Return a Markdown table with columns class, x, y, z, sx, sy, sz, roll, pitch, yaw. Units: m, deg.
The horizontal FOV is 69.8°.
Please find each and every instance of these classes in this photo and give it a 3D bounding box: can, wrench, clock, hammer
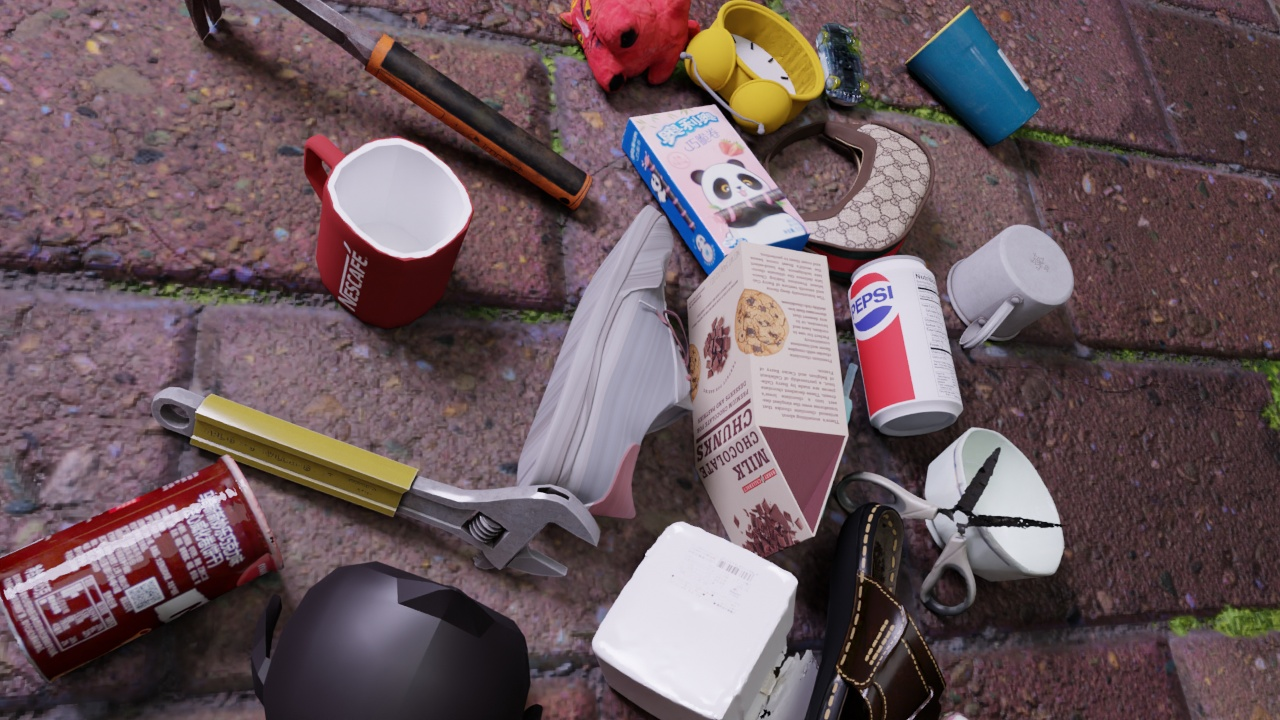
| class | x | y | z | sx | sy | sz | roll | pitch | yaw |
| --- | --- | --- | --- | --- | --- | --- | --- | --- | --- |
| can | 0.210 | -0.011 | 0.733 | 0.070 | 0.070 | 0.132 | 5 | 65 | -21 |
| wrench | -0.158 | 0.070 | 0.549 | 0.273 | 0.084 | 0.018 | 22 | 35 | -6 |
| clock | 0.099 | -0.254 | 0.802 | 0.113 | 0.052 | 0.151 | 44 | 46 | -1 |
| hammer | -0.174 | -0.199 | 0.657 | 0.314 | 0.138 | 0.034 | 32 | 58 | -22 |

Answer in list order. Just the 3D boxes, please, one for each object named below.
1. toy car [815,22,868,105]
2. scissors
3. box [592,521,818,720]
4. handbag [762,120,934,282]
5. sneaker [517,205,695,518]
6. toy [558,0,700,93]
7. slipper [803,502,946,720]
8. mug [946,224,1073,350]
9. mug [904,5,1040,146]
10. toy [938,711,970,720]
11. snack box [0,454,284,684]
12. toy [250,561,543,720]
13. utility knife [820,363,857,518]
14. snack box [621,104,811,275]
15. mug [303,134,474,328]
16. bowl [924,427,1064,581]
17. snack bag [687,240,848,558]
| class | x | y | z | sx | sy | sz | roll | pitch | yaw |
| --- | --- | --- | --- | --- | --- | --- | --- | --- | --- |
| toy car | 0.189 | -0.280 | 0.871 | 0.038 | 0.027 | 0.089 | 2 | 67 | -19 |
| scissors | 0.213 | 0.120 | 0.645 | 0.012 | 0.171 | 0.158 | -36 | 123 | -38 |
| box | 0.063 | 0.200 | 0.585 | 0.152 | 0.132 | 0.107 | 22 | 57 | 25 |
| handbag | 0.170 | -0.143 | 0.792 | 0.138 | 0.063 | 0.166 | 28 | 63 | 12 |
| sneaker | -0.004 | 0.004 | 0.625 | 0.089 | 0.099 | 0.235 | 26 | 62 | -12 |
| toy | -0.003 | -0.291 | 0.775 | 0.132 | 0.088 | 0.094 | -22 | 59 | -41 |
| slipper | 0.151 | 0.209 | 0.571 | 0.113 | 0.076 | 0.267 | 56 | 41 | -39 |
| mug | 0.318 | -0.058 | 0.801 | 0.084 | 0.071 | 0.113 | 37 | 57 | -3 |
| mug | 0.331 | -0.275 | 0.904 | 0.121 | 0.078 | 0.078 | 48 | 58 | -2 |
| toy | 0.186 | 0.281 | 0.610 | 0.079 | 0.038 | 0.122 | 30 | 50 | -3 |
| snack box | -0.262 | 0.108 | 0.485 | 0.121 | 0.072 | 0.072 | -27 | 79 | -29 |
| toy | -0.137 | 0.201 | 0.452 | 0.159 | 0.140 | 0.183 | 26 | 60 | -10 |
| utility knife | 0.152 | 0.056 | 0.712 | 0.022 | 0.015 | 0.140 | 41 | 55 | -26 |
| snack box | 0.058 | -0.138 | 0.734 | 0.087 | 0.033 | 0.154 | -18 | 62 | -28 |
| mug | -0.173 | -0.091 | 0.596 | 0.116 | 0.097 | 0.080 | 44 | 58 | 1 |
| bowl | 0.256 | 0.115 | 0.693 | 0.117 | 0.061 | 0.117 | 23 | 49 | -29 |
| snack bag | 0.088 | 0.033 | 0.649 | 0.069 | 0.095 | 0.206 | 8 | 65 | -19 |
